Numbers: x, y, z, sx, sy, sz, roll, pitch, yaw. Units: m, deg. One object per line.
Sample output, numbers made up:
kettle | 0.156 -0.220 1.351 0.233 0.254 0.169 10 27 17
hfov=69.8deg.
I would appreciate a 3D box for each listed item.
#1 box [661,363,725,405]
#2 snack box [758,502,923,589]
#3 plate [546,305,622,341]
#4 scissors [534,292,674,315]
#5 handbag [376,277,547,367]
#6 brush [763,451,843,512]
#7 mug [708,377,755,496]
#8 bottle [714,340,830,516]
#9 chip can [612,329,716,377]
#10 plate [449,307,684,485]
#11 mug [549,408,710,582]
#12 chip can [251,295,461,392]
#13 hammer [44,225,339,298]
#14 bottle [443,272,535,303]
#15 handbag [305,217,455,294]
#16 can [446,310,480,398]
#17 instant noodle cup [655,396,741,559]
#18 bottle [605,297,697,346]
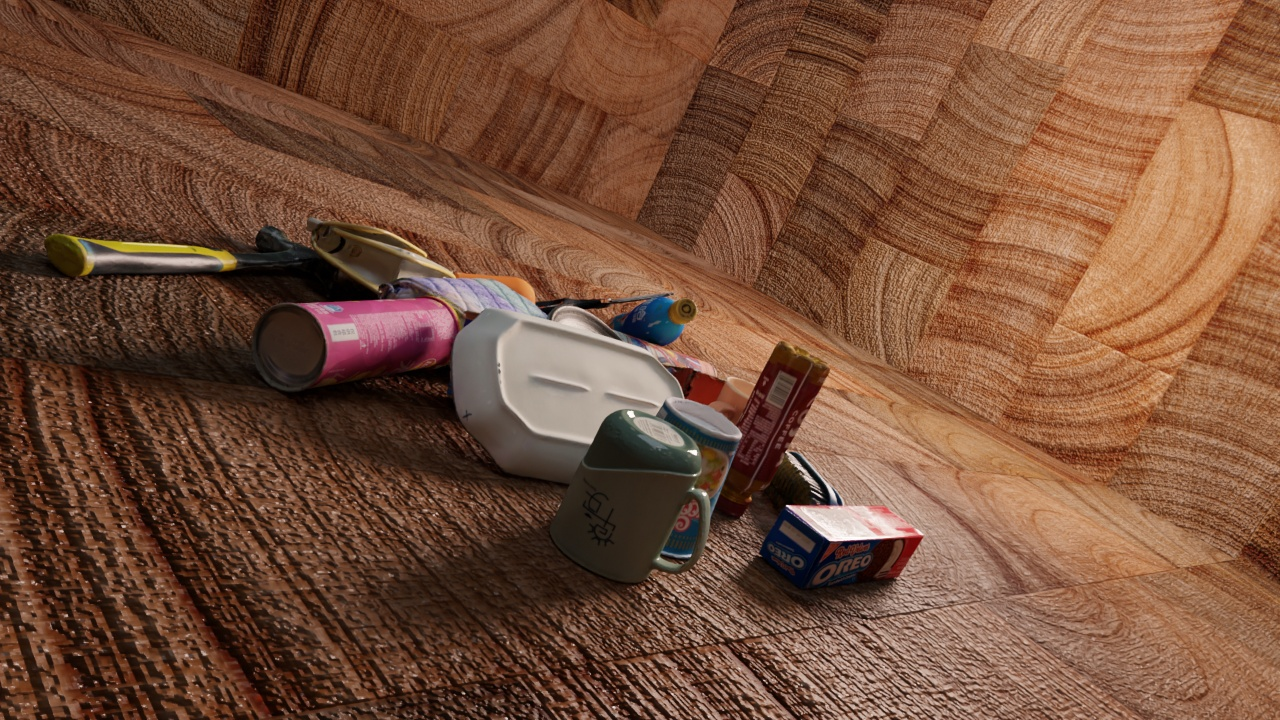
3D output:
box | 0.095 0.047 1.127 0.168 0.077 0.091 18 -5 -33
snack box | 0.197 0.176 0.885 0.207 0.057 0.058 11 21 -49
plate | -0.047 0.015 1.028 0.179 0.024 0.179 43 25 -26
scissors | -0.071 -0.082 1.272 0.226 0.022 0.198 -10 7 -20
handbag | -0.180 -0.039 0.988 0.134 0.076 0.193 34 12 13
brush | 0.179 0.143 0.991 0.073 0.055 0.144 21 13 -19
mug | 0.096 0.081 0.963 0.114 0.106 0.082 11 19 -49
bottle | 0.121 0.069 0.896 0.057 0.175 0.057 25 12 -6
chip can | -0.007 0.007 1.157 0.214 0.071 0.071 19 14 -31
plate | -0.047 0.034 0.824 0.265 0.034 0.161 17 54 -38
mug | 0.003 0.104 0.677 0.112 0.106 0.082 31 12 20
chip can | -0.238 -0.019 0.797 0.071 0.071 0.210 29 13 14
hammer | -0.408 -0.097 0.877 0.126 0.032 0.322 27 12 12
bottle | -0.210 -0.082 1.159 0.149 0.067 0.067 10 19 -30
handbag | -0.308 -0.124 1.038 0.179 0.063 0.163 30 0 8
can | -0.126 0.005 0.865 0.102 0.083 0.057 15 -1 -39
instant noodle cup | 0.030 0.093 0.771 0.099 0.110 0.099 23 13 -6
bottle | 0.013 -0.046 1.218 0.065 0.065 0.219 21 -16 -20
